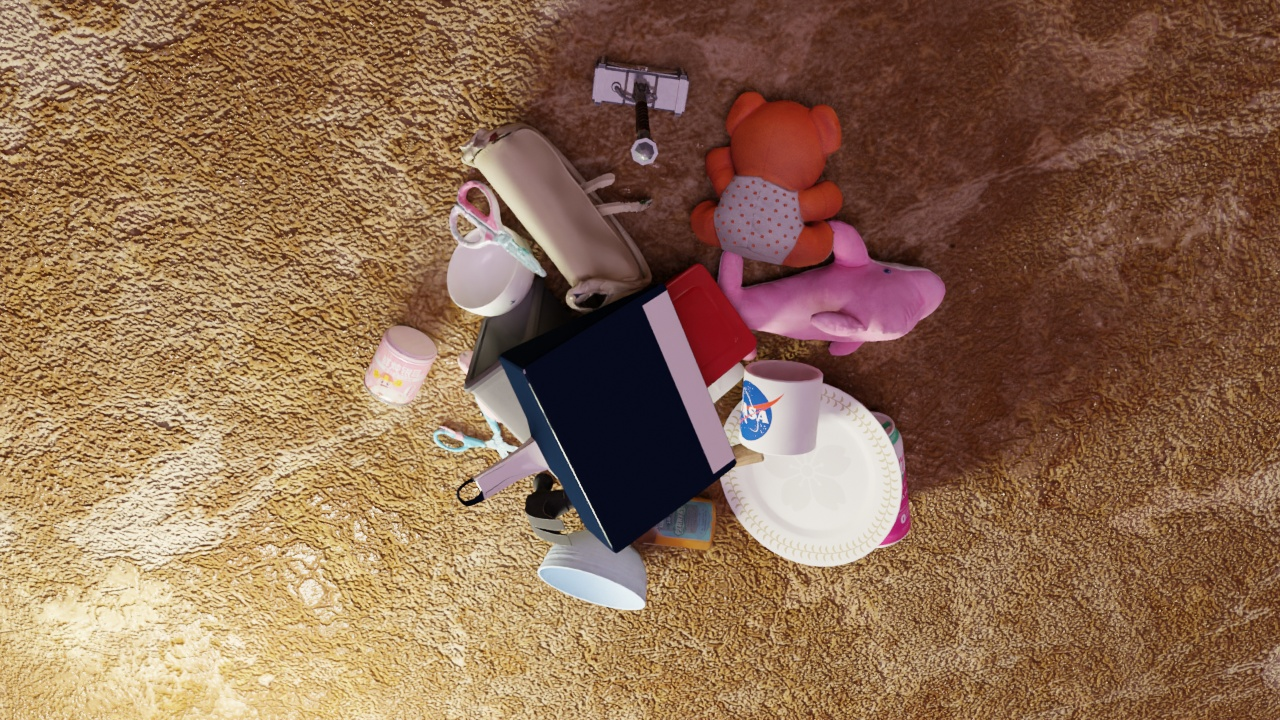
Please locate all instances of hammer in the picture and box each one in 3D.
[{"bbox_3d":[0.001,-0.230,0.851,0.098,0.321,0.044,7,116,-4],"label":"hammer"},{"bbox_3d":[0.005,0.153,1.154,0.305,0.132,0.040,-15,115,6],"label":"hammer"}]

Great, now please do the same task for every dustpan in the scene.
[{"bbox_3d":[-0.061,0.080,0.955,0.272,0.080,0.236,-33,117,-19],"label":"dustpan"}]

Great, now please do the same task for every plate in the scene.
[{"bbox_3d":[0.208,0.140,1.147,0.243,0.016,0.243,9,107,31],"label":"plate"}]

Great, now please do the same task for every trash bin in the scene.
[{"bbox_3d":[-0.086,0.040,1.062,0.098,0.191,0.220,-35,114,15],"label":"trash bin"}]

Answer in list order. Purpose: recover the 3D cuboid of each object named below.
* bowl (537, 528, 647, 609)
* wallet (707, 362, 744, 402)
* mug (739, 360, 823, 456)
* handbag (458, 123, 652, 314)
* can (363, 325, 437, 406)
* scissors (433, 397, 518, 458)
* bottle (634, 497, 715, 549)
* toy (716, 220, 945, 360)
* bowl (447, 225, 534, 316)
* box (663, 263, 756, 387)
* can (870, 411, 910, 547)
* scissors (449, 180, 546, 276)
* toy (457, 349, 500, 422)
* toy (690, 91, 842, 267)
[{"bbox_3d":[-0.055,0.272,1.228,0.150,0.074,0.151,14,152,8],"label":"bowl"},{"bbox_3d":[0.064,-0.001,1.122,0.086,0.032,0.116,-43,99,13],"label":"wallet"},{"bbox_3d":[0.160,0.051,1.099,0.091,0.121,0.090,-4,107,-23],"label":"mug"},{"bbox_3d":[-0.071,-0.158,0.977,0.132,0.183,0.229,-37,95,13],"label":"handbag"},{"bbox_3d":[-0.291,0.006,1.110,0.067,0.067,0.076,26,114,-13],"label":"can"},{"bbox_3d":[-0.195,0.090,1.188,0.136,0.015,0.126,13,117,-13],"label":"scissors"},{"bbox_3d":[0.018,0.209,1.216,0.157,0.067,0.068,7,116,-4],"label":"bottle"},{"bbox_3d":[0.213,-0.059,1.049,0.266,0.127,0.187,-4,123,13],"label":"toy"},{"bbox_3d":[-0.164,-0.099,1.047,0.105,0.104,0.054,-40,147,17],"label":"bowl"},{"bbox_3d":[0.031,-0.019,1.048,0.158,0.087,0.129,-37,93,-24],"label":"box"},{"bbox_3d":[0.296,0.155,1.178,0.088,0.088,0.166,-11,116,5],"label":"can"},{"bbox_3d":[-0.155,-0.134,1.006,0.174,0.017,0.077,40,114,30],"label":"scissors"},{"bbox_3d":[-0.180,0.031,1.111,0.053,0.108,0.105,-40,89,-2],"label":"toy"},{"bbox_3d":[0.142,-0.196,0.993,0.164,0.092,0.173,18,106,20],"label":"toy"}]
